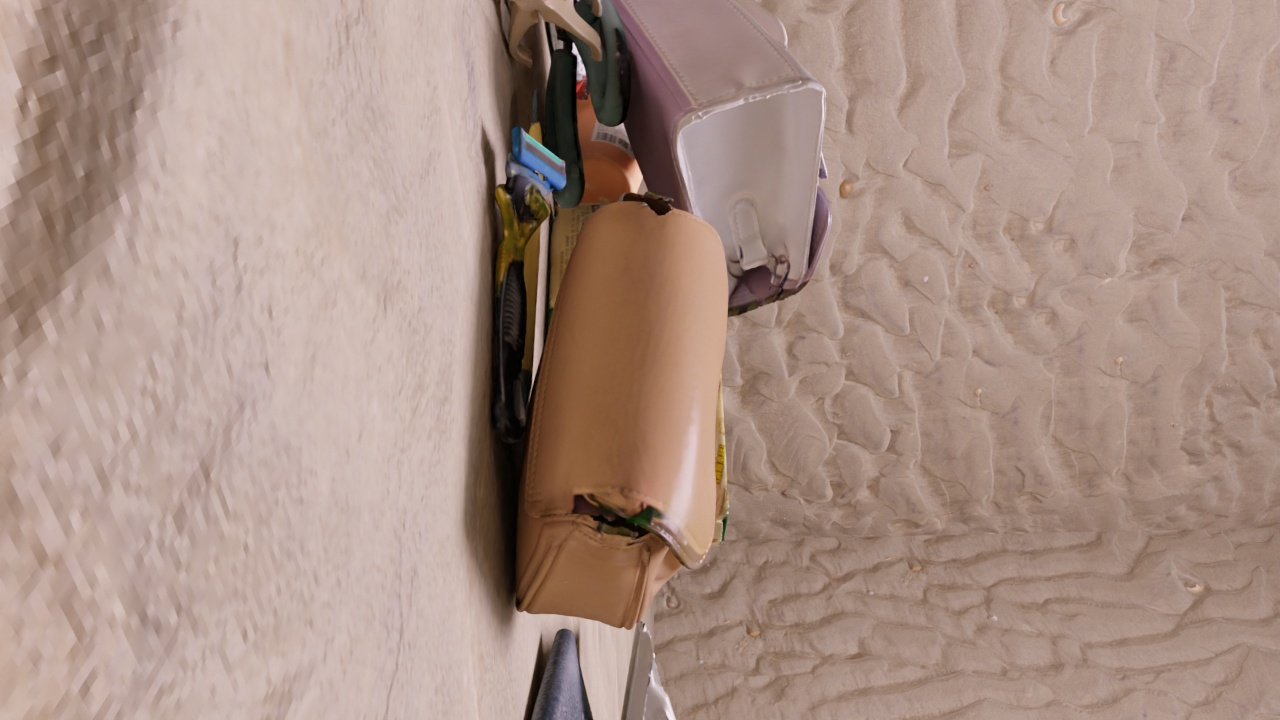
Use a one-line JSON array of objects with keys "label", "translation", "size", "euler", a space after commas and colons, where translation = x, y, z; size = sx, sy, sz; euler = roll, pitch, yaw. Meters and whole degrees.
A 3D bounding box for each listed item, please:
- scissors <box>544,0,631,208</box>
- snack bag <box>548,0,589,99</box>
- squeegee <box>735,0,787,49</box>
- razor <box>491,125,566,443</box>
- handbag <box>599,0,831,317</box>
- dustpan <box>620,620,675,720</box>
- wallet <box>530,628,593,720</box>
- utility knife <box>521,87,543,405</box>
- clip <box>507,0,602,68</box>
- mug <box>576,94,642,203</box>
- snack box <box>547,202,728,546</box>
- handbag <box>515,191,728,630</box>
[{"label": "scissors", "translation": [-0.035, -0.184, 0.558], "size": [0.177, 0.019, 0.174], "euler": [-172, -99, -69]}, {"label": "snack bag", "translation": [-0.053, -0.239, 0.667], "size": [0.105, 0.026, 0.045], "euler": [82, 9, -61]}, {"label": "squeegee", "translation": [-0.017, -0.327, 0.579], "size": [0.039, 0.246, 0.246], "euler": [-51, 155, 5]}, {"label": "razor", "translation": [-0.058, -0.033, 0.425], "size": [0.042, 0.022, 0.142], "euler": [21, 70, -61]}, {"label": "handbag", "translation": [0.041, -0.144, 0.568], "size": [0.196, 0.098, 0.145], "euler": [-113, -171, -45]}, {"label": "dustpan", "translation": [-0.022, 0.325, 0.617], "size": [0.223, 0.142, 0.257], "euler": [94, -23, -75]}, {"label": "wallet", "translation": [-0.038, 0.231, 0.522], "size": [0.097, 0.019, 0.121], "euler": [-74, 154, -70]}, {"label": "utility knife", "translation": [-0.057, -0.064, 0.483], "size": [0.031, 0.019, 0.175], "euler": [111, -15, -79]}, {"label": "clip", "translation": [-0.063, -0.180, 0.466], "size": [0.103, 0.089, 0.035], "euler": [4, 85, -57]}, {"label": "mug", "translation": [-0.027, -0.158, 0.708], "size": [0.122, 0.078, 0.078], "euler": [-82, 171, -53]}, {"label": "snack box", "translation": [-0.004, 0.004, 0.614], "size": [0.063, 0.114, 0.239], "euler": [87, 2, -62]}, {"label": "handbag", "translation": [-0.006, 0.025, 0.458], "size": [0.148, 0.100, 0.204], "euler": [114, -16, -65]}]
